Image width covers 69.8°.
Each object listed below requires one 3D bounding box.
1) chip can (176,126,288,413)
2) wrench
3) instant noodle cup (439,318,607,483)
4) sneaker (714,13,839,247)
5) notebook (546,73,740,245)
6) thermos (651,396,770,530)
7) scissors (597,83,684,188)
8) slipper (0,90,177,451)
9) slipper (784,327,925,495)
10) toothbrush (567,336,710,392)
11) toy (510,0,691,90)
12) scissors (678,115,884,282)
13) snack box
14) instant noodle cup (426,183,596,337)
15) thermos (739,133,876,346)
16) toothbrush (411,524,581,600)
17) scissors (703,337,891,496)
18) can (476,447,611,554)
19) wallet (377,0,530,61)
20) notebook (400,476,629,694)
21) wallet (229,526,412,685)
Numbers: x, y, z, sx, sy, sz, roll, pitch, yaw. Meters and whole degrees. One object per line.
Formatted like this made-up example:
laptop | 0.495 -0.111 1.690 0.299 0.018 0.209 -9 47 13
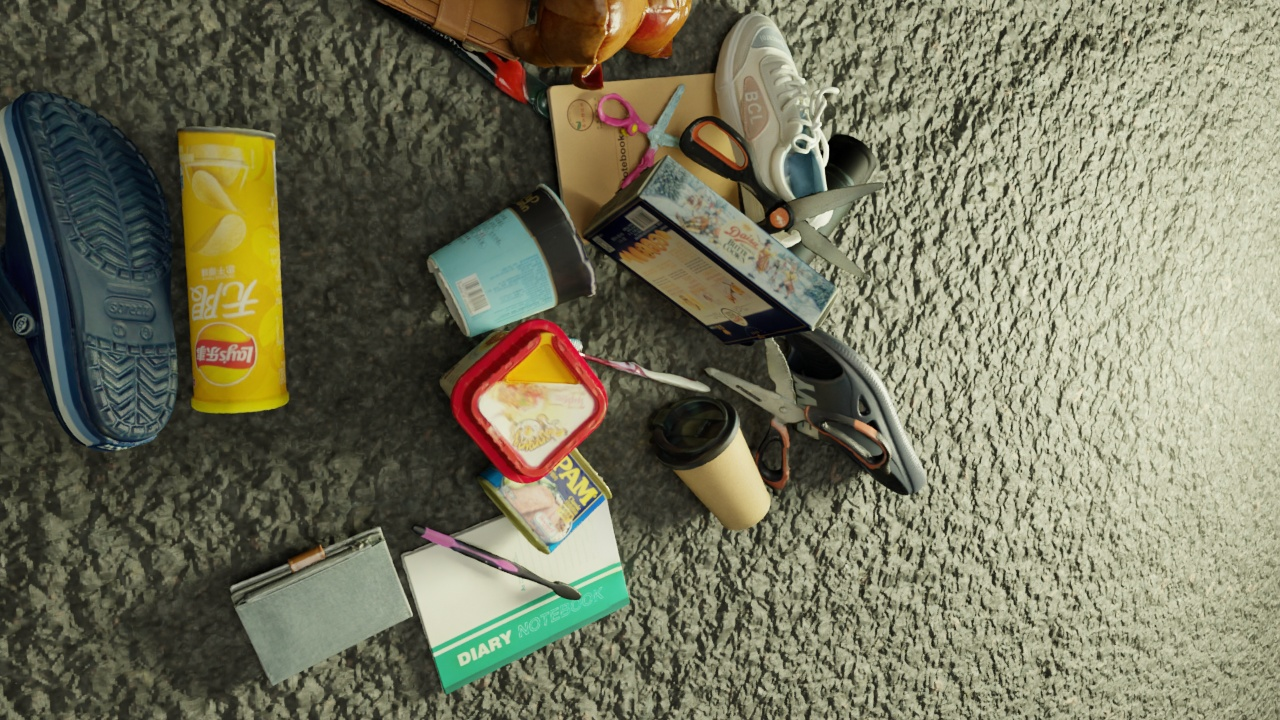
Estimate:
chip can | -0.314 -0.069 0.710 0.072 0.072 0.213 -3 100 -28
wrench | -0.139 -0.263 0.808 0.273 0.016 0.056 35 80 -29
instant noodle cup | -0.111 0.030 0.807 0.116 0.124 0.116 -44 115 -17
sneaker | 0.138 -0.235 0.889 0.089 0.091 0.242 -1 79 -34
notebook | 0.010 -0.198 0.894 0.207 0.008 0.148 -15 107 -31
thermos | 0.078 0.108 0.949 0.093 0.093 0.143 -44 124 -16
scissors | 0.011 -0.208 0.879 0.133 0.017 0.135 6 93 -37
slipper | -0.401 -0.059 0.657 0.095 0.105 0.253 -12 90 15
slipper | 0.225 0.071 1.009 0.083 0.111 0.268 -44 119 -13
toothbrush | -0.005 0.005 0.924 0.187 0.016 0.017 16 80 -29
toy | -0.027 -0.315 0.800 0.199 0.130 0.140 -30 145 -42
scissors | 0.110 -0.140 0.858 0.021 0.222 0.232 -26 82 -53
snack box | 0.052 -0.086 0.798 0.182 0.178 0.045 35 77 -13
instant noodle cup | -0.117 -0.080 0.806 0.120 0.111 0.111 -28 110 -13
thermos | 0.164 -0.123 0.970 0.242 0.068 0.090 -52 140 -12
toothbrush | -0.134 0.192 0.871 0.189 0.018 0.014 30 82 -26
scissors | 0.166 0.064 0.964 0.015 0.189 0.223 -65 151 -49
can | -0.091 0.119 0.861 0.083 0.057 0.102 -43 105 -19
wallet | -0.154 -0.321 0.771 0.131 0.031 0.107 16 75 -31
notebook | -0.115 0.217 0.900 0.208 0.012 0.150 -20 107 -25
wallet | -0.275 0.208 0.797 0.129 0.037 0.107 -22 119 -23
